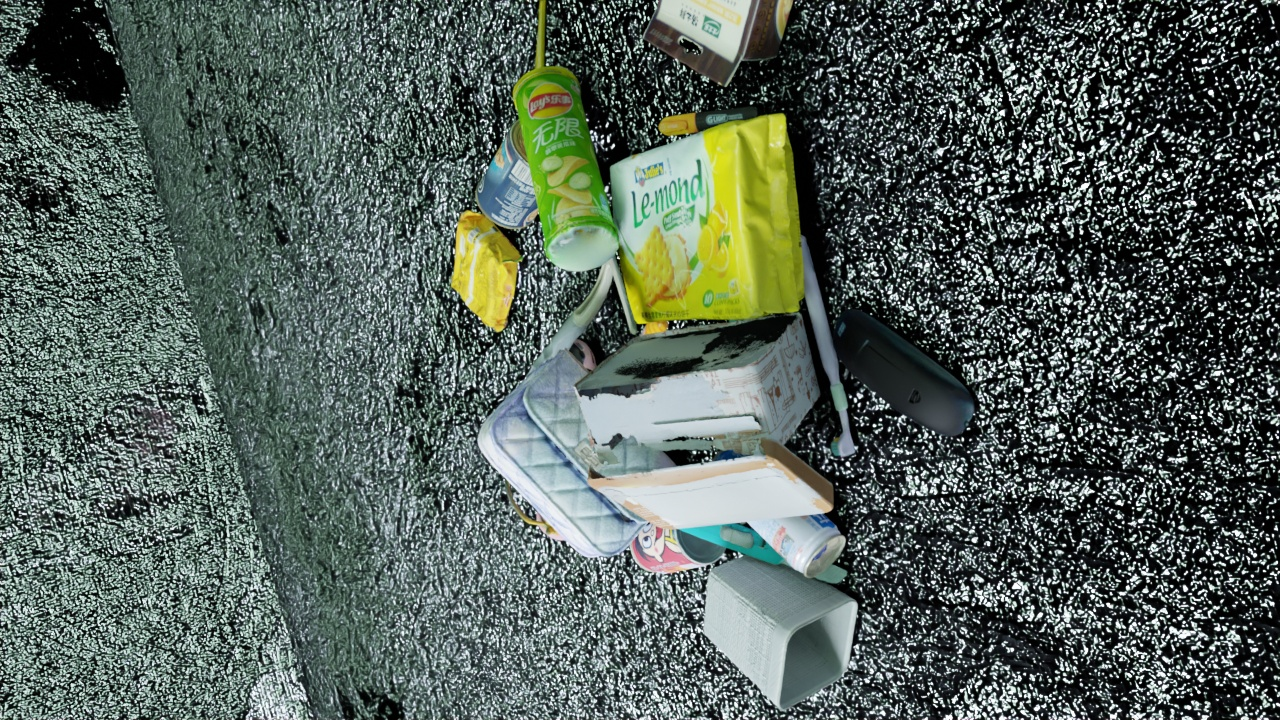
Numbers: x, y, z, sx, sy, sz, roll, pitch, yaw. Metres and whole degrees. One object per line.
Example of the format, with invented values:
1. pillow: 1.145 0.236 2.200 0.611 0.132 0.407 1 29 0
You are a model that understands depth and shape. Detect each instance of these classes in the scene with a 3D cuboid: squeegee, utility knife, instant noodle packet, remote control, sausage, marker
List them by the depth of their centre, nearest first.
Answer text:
1. remote control: 0.197 0.009 0.715 0.136 0.024 0.053 43 133 35
2. marker: 0.061 -0.214 0.820 0.124 0.015 0.018 9 114 49
3. utility knife: 0.094 0.166 0.863 0.208 0.013 0.029 16 100 25
4. sausage: -0.006 0.006 0.982 0.021 0.021 0.166 55 140 24
5. squeegee: -0.067 -0.050 0.992 0.247 0.039 0.246 -57 38 41
6. instant noodle packet: -0.197 -0.116 1.168 0.111 0.044 0.129 45 139 24

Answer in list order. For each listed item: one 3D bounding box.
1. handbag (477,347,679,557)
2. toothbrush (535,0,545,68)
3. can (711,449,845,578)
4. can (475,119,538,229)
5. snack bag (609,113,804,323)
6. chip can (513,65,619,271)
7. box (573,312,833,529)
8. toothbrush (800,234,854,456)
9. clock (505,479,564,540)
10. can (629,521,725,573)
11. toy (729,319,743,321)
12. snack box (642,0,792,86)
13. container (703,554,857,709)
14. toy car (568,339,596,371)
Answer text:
1. handbag: -0.058 0.098 0.929 0.194 0.134 0.076 47 153 -10
2. toothbrush: -0.114 -0.324 1.005 0.016 0.016 0.190 33 127 43
3. can: 0.121 0.134 0.836 0.134 0.053 0.053 43 134 35
4. can: -0.129 -0.208 1.019 0.111 0.075 0.075 -43 69 50
5. snack bag: 0.055 -0.114 0.810 0.247 0.068 0.158 3 101 61
6. chip can: -0.075 -0.190 0.906 0.073 0.072 0.221 -53 43 47
7. box: 0.062 0.074 0.783 0.183 0.152 0.178 -8 110 32
8. toothbrush: 0.152 -0.013 0.772 0.021 0.029 0.189 -12 92 13
9. clock: -0.077 0.133 1.005 0.060 0.158 0.117 -46 69 41
10. can: 0.038 0.185 0.953 0.094 0.066 0.066 -30 79 53
11. toy: 0.081 0.000 0.863 0.092 0.030 0.096 -8 104 58
12. snack box: 0.067 -0.304 0.745 0.113 0.053 0.126 44 134 34
13. container: 0.123 0.239 0.846 0.114 0.090 0.090 30 124 47
14. toy car: -0.072 0.033 1.065 0.056 0.037 0.123 46 138 46
